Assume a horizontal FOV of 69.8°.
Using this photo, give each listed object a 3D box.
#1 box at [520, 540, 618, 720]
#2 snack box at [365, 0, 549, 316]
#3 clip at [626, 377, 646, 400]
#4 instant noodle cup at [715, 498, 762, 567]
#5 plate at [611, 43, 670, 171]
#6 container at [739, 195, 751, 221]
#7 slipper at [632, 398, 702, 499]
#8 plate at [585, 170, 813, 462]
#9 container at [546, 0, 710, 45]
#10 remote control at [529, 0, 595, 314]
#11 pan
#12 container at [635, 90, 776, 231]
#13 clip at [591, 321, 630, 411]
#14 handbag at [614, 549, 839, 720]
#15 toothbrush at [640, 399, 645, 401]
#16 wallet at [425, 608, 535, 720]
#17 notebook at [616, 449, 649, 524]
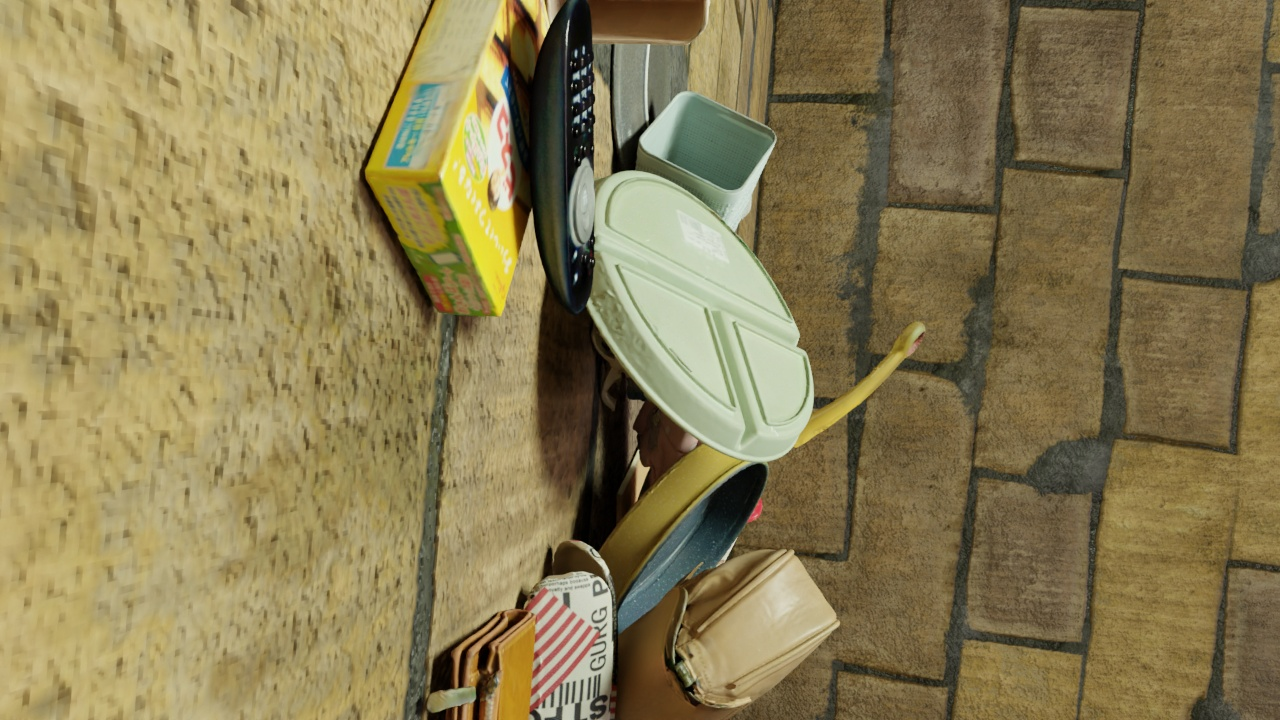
[{"bbox_3d":[-0.054,0.204,0.606,0.085,0.075,0.162,-153,-120,-64],"label":"box"},{"bbox_3d":[-0.066,-0.099,0.383,0.087,0.034,0.140,79,21,-57],"label":"snack box"},{"bbox_3d":[-0.003,0.015,0.835,0.028,0.024,0.057,-79,166,-50],"label":"clip"},{"bbox_3d":[0.065,0.169,1.046,0.116,0.116,0.124,-102,-159,-52],"label":"instant noodle cup"},{"bbox_3d":[0.006,-0.233,0.758,0.179,0.024,0.179,7,89,-81],"label":"plate"},{"bbox_3d":[0.063,-0.180,0.936,0.114,0.090,0.090,-56,149,-65],"label":"container"},{"bbox_3d":[0.025,0.072,0.814,0.114,0.054,0.275,-94,-162,-55],"label":"slipper"},{"bbox_3d":[0.043,-0.038,0.626,0.230,0.028,0.229,34,36,-30],"label":"plate"},{"bbox_3d":[0.000,-0.240,0.535,0.110,0.090,0.090,-74,165,-60],"label":"container"},{"bbox_3d":[-0.034,-0.087,0.402,0.053,0.024,0.137,-68,161,-63],"label":"remote control"},{"bbox_3d":[0.088,0.096,0.735,0.357,0.078,0.197,-53,158,4],"label":"pan"},{"bbox_3d":[0.045,-0.142,0.759,0.089,0.090,0.112,-55,169,-34],"label":"container"},{"bbox_3d":[-0.002,0.004,0.725,0.100,0.098,0.035,100,1,-55],"label":"clip"},{"bbox_3d":[0.040,0.208,0.658,0.147,0.099,0.205,-22,159,-40],"label":"handbag"},{"bbox_3d":[0.002,-0.039,0.871,0.017,0.014,0.189,-92,-179,-55],"label":"toothbrush"},{"bbox_3d":[-0.077,0.201,0.462,0.119,0.035,0.130,34,61,-79],"label":"wallet"},{"bbox_3d":[-0.006,0.195,0.950,0.149,0.012,0.212,-59,153,-66],"label":"notebook"}]
